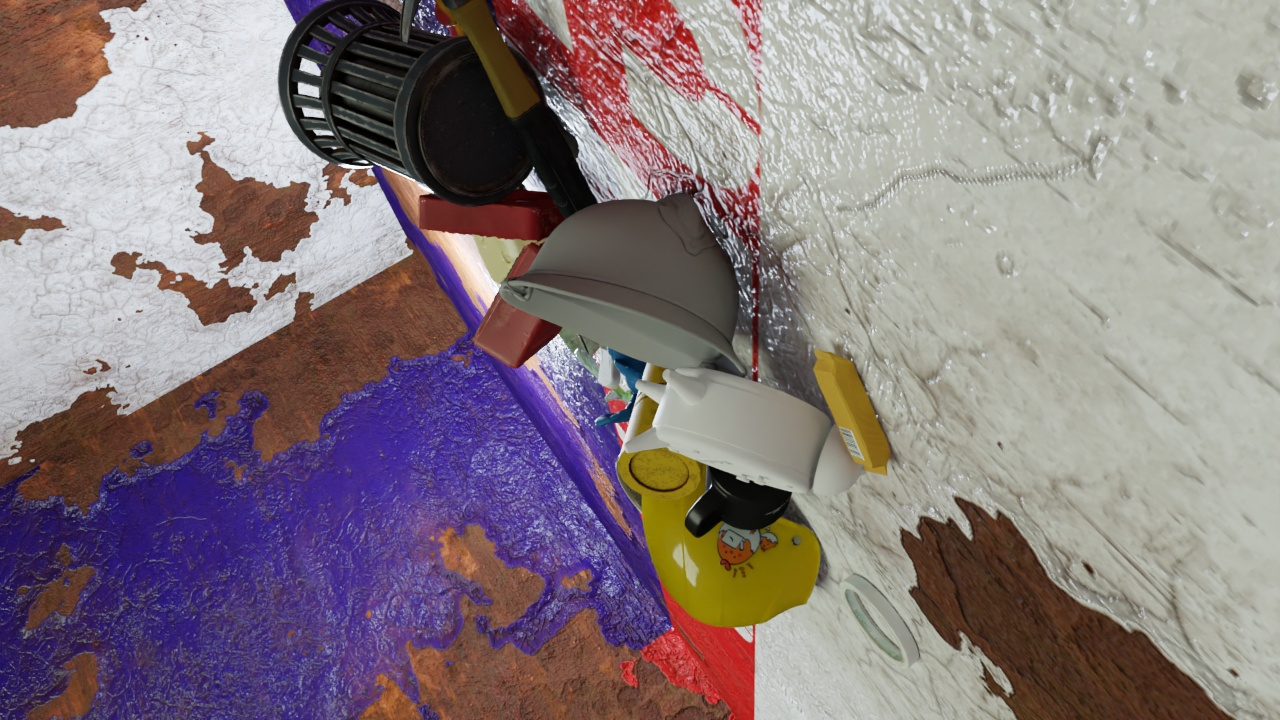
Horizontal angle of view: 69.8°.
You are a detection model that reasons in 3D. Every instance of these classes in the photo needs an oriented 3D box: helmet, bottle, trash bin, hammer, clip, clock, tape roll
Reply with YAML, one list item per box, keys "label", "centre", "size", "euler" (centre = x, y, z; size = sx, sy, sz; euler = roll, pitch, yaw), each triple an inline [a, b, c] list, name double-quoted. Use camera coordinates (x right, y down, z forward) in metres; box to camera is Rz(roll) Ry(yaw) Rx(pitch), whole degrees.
- label: "helmet"
  centre: [0.069, 0.180, 0.974]
  size: [0.240, 0.139, 0.209]
  euler: [54, 168, 20]
- label: "bottle"
  centre: [0.029, 0.040, 0.811]
  size: [0.163, 0.071, 0.071]
  euler: [-73, -33, -49]
- label: "helmet"
  centre: [0.000, -0.070, 0.695]
  size: [0.183, 0.117, 0.271]
  euler: [23, 175, -19]
- label: "trash bin"
  centre: [-0.205, -0.235, 0.841]
  size: [0.227, 0.164, 0.164]
  euler: [28, 151, 42]
- label: "bottle"
  centre: [-0.099, -0.227, 0.866]
  size: [0.110, 0.036, 0.036]
  euler: [53, 167, 22]
- label: "hammer"
  centre: [-0.086, -0.191, 0.773]
  size: [0.025, 0.117, 0.333]
  euler: [40, 164, 49]
- label: "clip"
  centre: [-0.034, -0.044, 1.037]
  size: [0.125, 0.072, 0.143]
  euler: [-151, 41, -71]
- label: "clock"
  centre: [0.074, 0.060, 0.675]
  size: [0.161, 0.072, 0.125]
  euler: [21, 171, -8]
- label: "tape roll"
  centre: [0.216, 0.237, 0.836]
  size: [0.093, 0.013, 0.093]
  euler: [53, 167, 17]

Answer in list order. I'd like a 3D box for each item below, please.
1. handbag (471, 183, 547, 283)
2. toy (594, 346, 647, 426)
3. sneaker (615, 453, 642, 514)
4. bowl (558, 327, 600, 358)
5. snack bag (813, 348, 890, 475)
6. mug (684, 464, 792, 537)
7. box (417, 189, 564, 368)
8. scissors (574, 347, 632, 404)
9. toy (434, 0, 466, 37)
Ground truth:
- label: "handbag"
  centre: [-0.163, -0.167, 1.175]
  size: [0.111, 0.081, 0.119]
  euler: [10, 130, 57]
- label: "toy"
  centre: [-0.006, 0.006, 0.955]
  size: [0.071, 0.112, 0.177]
  euler: [30, 144, 37]
- label: "sneaker"
  centre: [0.061, 0.213, 1.252]
  size: [0.241, 0.089, 0.102]
  euler: [51, 175, 12]
- label: "bowl"
  centre: [-0.097, -0.067, 1.254]
  size: [0.157, 0.038, 0.158]
  euler: [54, 167, 17]
- label: "snack bag"
  centre: [0.141, 0.034, 0.609]
  size: [0.099, 0.020, 0.026]
  euler: [62, 162, -18]
- label: "mug"
  centre: [0.084, 0.111, 0.802]
  size: [0.078, 0.113, 0.088]
  euler: [44, 164, 20]
- label: "box"
  centre: [-0.120, -0.086, 0.922]
  size: [0.156, 0.154, 0.168]
  euler: [-47, -42, -71]
- label: "scissors"
  centre: [-0.030, 0.041, 1.163]
  size: [0.174, 0.022, 0.171]
  euler: [49, -173, 8]
- label: "toy"
  centre: [-0.173, -0.330, 0.897]
  size: [0.084, 0.046, 0.103]
  euler: [51, 178, -25]
